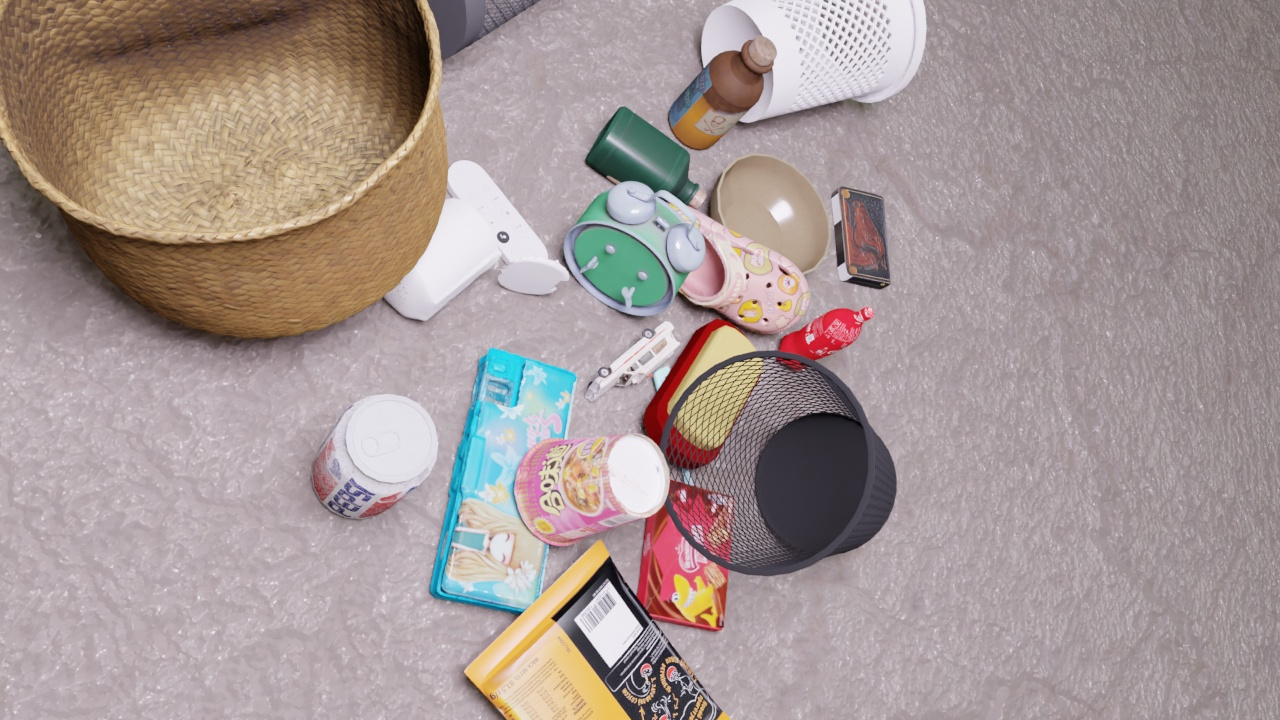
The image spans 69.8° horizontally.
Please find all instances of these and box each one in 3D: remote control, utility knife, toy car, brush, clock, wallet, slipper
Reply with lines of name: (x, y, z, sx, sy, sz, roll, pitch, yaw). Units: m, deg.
remote control: (-0.143, -0.141, 0.913, 0.043, 0.013, 0.136, -41, 93, -32)
utility knife: (0.034, 0.068, 0.933, 0.022, 0.015, 0.126, -6, 78, -36)
toy car: (-0.006, 0.005, 0.917, 0.039, 0.039, 0.112, 45, 57, 6)
brush: (0.072, 0.029, 0.935, 0.082, 0.042, 0.172, 44, 51, -13)
clock: (-0.003, -0.110, 0.888, 0.122, 0.162, 0.075, 38, 58, -10)
wallet: (0.273, -0.152, 1.133, 0.072, 0.019, 0.123, 8, 69, -21)
slipper: (0.083, -0.085, 0.960, 0.197, 0.093, 0.081, 31, 34, -6)

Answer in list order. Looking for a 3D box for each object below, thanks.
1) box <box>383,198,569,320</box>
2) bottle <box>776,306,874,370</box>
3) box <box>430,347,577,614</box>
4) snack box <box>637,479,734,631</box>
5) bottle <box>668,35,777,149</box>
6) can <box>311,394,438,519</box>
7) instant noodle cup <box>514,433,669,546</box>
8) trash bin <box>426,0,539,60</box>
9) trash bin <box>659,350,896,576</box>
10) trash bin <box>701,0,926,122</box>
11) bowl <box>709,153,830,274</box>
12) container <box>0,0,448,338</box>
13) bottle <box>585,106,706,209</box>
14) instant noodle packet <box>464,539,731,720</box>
box: (-0.156, -0.080, 0.849, 0.141, 0.084, 0.139, 42, 57, -2)
bottle: (0.197, -0.026, 0.974, 0.042, 0.142, 0.041, 10, 68, -25)
box: (-0.118, 0.105, 0.821, 0.094, 0.041, 0.226, 18, 65, -22)
snack box: (0.045, 0.188, 0.889, 0.089, 0.021, 0.132, 17, 65, -22)
bottle: (0.095, -0.299, 1.010, 0.067, 0.157, 0.067, 10, 68, -25)
can: (-0.211, 0.077, 0.726, 0.078, 0.136, 0.078, 10, 68, -25)
instant noodle cup: (-0.036, 0.105, 0.786, 0.097, 0.109, 0.097, 16, 66, -41)
trash bin: (-0.164, -0.436, 0.895, 0.218, 0.218, 0.226, 45, 62, -7)
trash bin: (0.143, 0.103, 0.842, 0.210, 0.184, 0.184, 25, 54, -62)
trash bin: (0.192, -0.377, 1.085, 0.199, 0.196, 0.195, -26, 85, -23)
bowl: (0.140, -0.156, 1.045, 0.152, 0.051, 0.152, 9, 68, -25)
container: (-0.295, -0.167, 0.703, 0.307, 0.197, 0.306, 3, 61, -6)
bottle: (0.013, -0.208, 0.991, 0.131, 0.061, 0.061, 33, 63, -14)
instant noodle packet: (-0.028, 0.294, 0.795, 0.159, 0.032, 0.221, -40, 101, -30)
